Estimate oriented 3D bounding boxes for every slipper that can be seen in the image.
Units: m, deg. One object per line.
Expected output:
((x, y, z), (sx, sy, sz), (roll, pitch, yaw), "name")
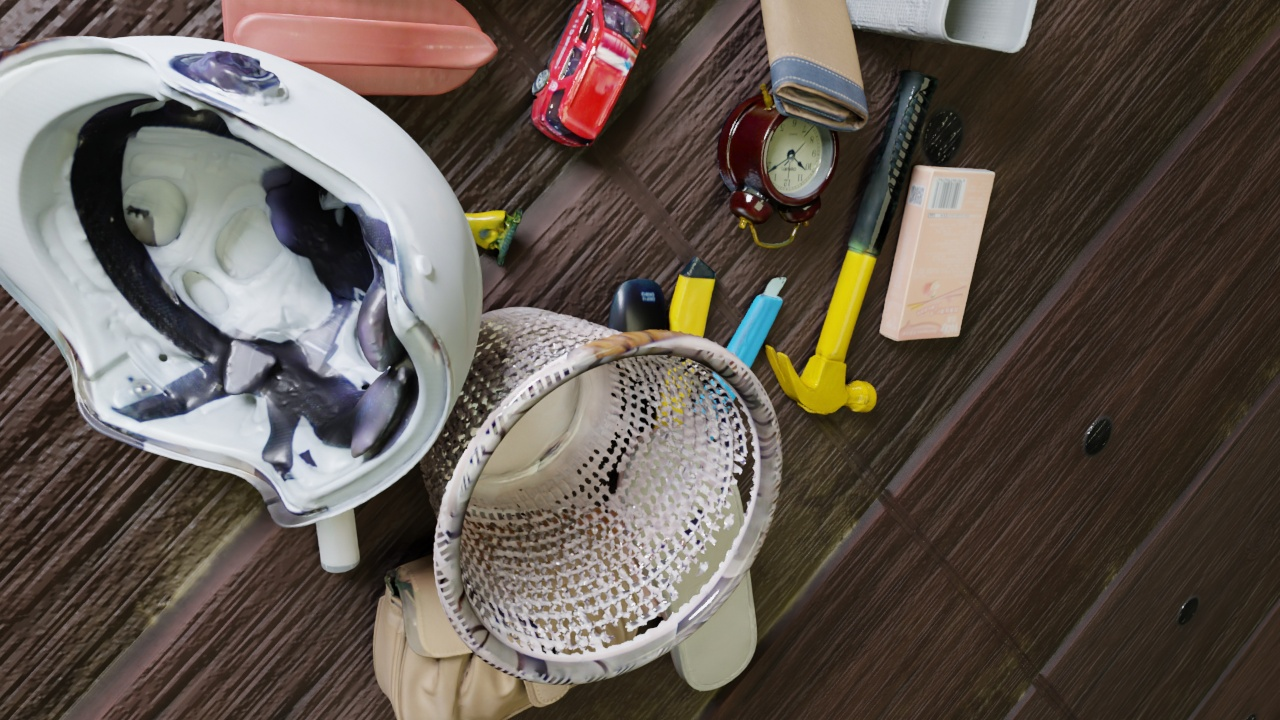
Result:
((0.039, 0.171, 0.792), (0.114, 0.054, 0.275), (-27, 119, -19), "slipper")

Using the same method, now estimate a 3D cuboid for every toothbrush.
((-0.209, 0.040, 0.604), (0.026, 0.026, 0.221), (2, 112, 2), "toothbrush")

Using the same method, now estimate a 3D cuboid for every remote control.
((-0.004, 0.004, 0.715), (0.053, 0.024, 0.136), (-5, 112, -31), "remote control")

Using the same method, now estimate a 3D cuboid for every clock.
((0.105, -0.146, 0.700), (0.082, 0.055, 0.122), (-6, 109, -30), "clock")

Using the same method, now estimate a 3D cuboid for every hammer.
((0.192, -0.095, 0.790), (0.128, 0.033, 0.301), (6, 106, -34), "hammer")

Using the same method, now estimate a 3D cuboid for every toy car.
((-0.028, -0.200, 0.606), (0.053, 0.045, 0.120), (20, 96, -37), "toy car")

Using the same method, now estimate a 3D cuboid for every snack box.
((0.272, -0.097, 0.840), (0.084, 0.026, 0.157), (-4, 112, -30), "snack box")

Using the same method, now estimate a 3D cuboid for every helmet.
((-0.192, -0.059, 0.476), (0.258, 0.145, 0.230), (32, 125, 0), "helmet")

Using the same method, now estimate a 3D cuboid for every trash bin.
((-0.053, 0.061, 0.603), (0.227, 0.192, 0.228), (-12, 116, -27), "trash bin")

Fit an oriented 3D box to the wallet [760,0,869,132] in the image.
((0.122, -0.227, 0.658), (0.090, 0.033, 0.115), (9, 67, -35), "wallet")

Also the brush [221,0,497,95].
((-0.156, -0.180, 0.519), (0.145, 0.069, 0.063), (-7, 114, -29), "brush")

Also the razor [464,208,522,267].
((-0.142, -0.086, 0.592), (0.132, 0.028, 0.043), (-2, 143, -33), "razor")

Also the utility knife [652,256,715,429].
((0.028, 0.008, 0.743), (0.033, 0.015, 0.192), (3, 110, -25), "utility knife")

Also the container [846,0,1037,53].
((0.219, -0.281, 0.679), (0.090, 0.114, 0.090), (-3, 110, -31), "container")

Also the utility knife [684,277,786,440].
((0.081, 0.000, 0.770), (0.034, 0.018, 0.162), (27, 93, -42), "utility knife")

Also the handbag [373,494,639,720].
((-0.096, 0.197, 0.692), (0.204, 0.100, 0.148), (-20, 115, -27), "handbag")
